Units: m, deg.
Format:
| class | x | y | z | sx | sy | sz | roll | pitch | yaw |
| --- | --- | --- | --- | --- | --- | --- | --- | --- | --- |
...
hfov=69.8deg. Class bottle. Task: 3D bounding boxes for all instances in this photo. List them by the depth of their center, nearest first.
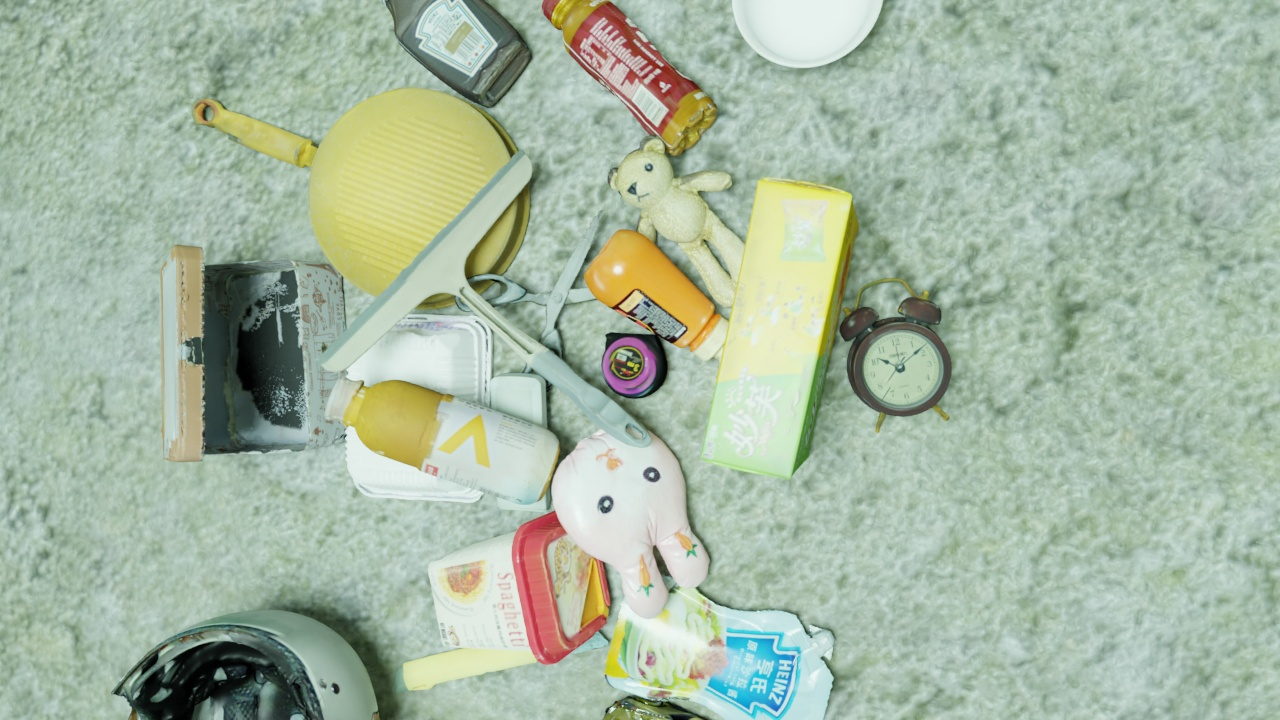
| class | x | y | z | sx | sy | sz | roll | pitch | yaw |
| --- | --- | --- | --- | --- | --- | --- | --- | --- | --- |
| bottle | -0.163 | 0.062 | 0.758 | 0.189 | 0.068 | 0.068 | 20 | 95 | -9 |
| bottle | 0.025 | -0.046 | 0.775 | 0.149 | 0.066 | 0.067 | 38 | 98 | -8 |
| bottle | -0.013 | -0.254 | 0.784 | 0.057 | 0.057 | 0.175 | -45 | 83 | 9 |
| bottle | -0.191 | -0.313 | 0.828 | 0.195 | 0.044 | 0.080 | 41 | 94 | 9 |

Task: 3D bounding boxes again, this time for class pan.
| class | x | y | z | sx | sy | sz | roll | pitch | yaw |
| --- | --- | --- | --- | --- | --- | --- | --- | --- | --- |
| pan | -0.272 | -0.176 | 0.847 | 0.357 | 0.078 | 0.198 | 22 | 94 | 4 |

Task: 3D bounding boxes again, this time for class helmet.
| class | x | y | z | sx | sy | sz | roll | pitch | yaw |
| --- | --- | --- | --- | --- | --- | --- | --- | --- | --- |
| helmet | -0.326 | 0.339 | 0.811 | 0.230 | 0.156 | 0.274 | 1 | 102 | 10 |

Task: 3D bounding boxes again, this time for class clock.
| class | x | y | z | sx | sy | sz | roll | pitch | yaw |
| --- | --- | --- | --- | --- | --- | --- | --- | --- | --- |
| clock | 0.207 | -0.006 | 0.744 | 0.082 | 0.055 | 0.122 | -11 | 92 | 12 |

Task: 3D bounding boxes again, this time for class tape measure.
| class | x | y | z | sx | sy | sz | roll | pitch | yaw |
| --- | --- | --- | --- | --- | --- | --- | --- | --- | --- |
| tape measure | -0.005 | 0.005 | 0.798 | 0.057 | 0.039 | 0.058 | 1 | 86 | 12 |

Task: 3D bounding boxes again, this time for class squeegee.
| class | x | y | z | sx | sy | sz | roll | pitch | yaw |
| --- | --- | --- | --- | --- | --- | --- | --- | --- | --- |
| squeegee | -0.088 | -0.008 | 0.768 | 0.246 | 0.039 | 0.246 | 40 | 74 | -2 |

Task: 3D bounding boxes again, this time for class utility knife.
| class | x | y | z | sx | sy | sz | roll | pitch | yaw |
| --- | --- | --- | --- | --- | --- | --- | --- | --- | --- |
| utility knife | -0.132 | 0.273 | 0.838 | 0.216 | 0.022 | 0.031 | -16 | 88 | 18 |

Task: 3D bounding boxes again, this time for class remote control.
| class | x | y | z | sx | sy | sz | roll | pitch | yaw |
| --- | --- | --- | --- | --- | --- | --- | --- | --- | --- |
| remote control | -0.108 | 0.074 | 0.818 | 0.049 | 0.024 | 0.125 | 1 | 104 | 13 |

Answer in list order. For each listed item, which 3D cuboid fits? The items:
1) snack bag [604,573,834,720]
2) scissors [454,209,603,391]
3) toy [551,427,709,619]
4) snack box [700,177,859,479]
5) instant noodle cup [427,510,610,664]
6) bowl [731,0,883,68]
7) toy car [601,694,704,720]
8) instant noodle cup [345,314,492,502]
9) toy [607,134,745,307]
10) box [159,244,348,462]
| class | x | y | z | sx | sy | sz | roll | pitch | yaw |
| --- | --- | --- | --- | --- | --- | --- | --- | --- | --- |
| snack bag | 0.070 | 0.256 | 0.788 | 0.191 | 0.039 | 0.110 | 15 | 83 | 10 |
| scissors | -0.073 | -0.049 | 0.808 | 0.179 | 0.014 | 0.159 | -5 | 107 | -3 |
| toy | -0.004 | 0.132 | 0.775 | 0.121 | 0.054 | 0.159 | -31 | 89 | -30 |
| snack box | 0.113 | -0.022 | 0.712 | 0.070 | 0.157 | 0.210 | 12 | 93 | 15 |
| instant noodle cup | -0.106 | 0.195 | 0.791 | 0.124 | 0.116 | 0.116 | -12 | 88 | 24 |
| bowl | 0.136 | -0.289 | 0.750 | 0.118 | 0.064 | 0.118 | 0 | 90 | 11 |
| toy car | 0.040 | 0.341 | 0.794 | 0.158 | 0.042 | 0.070 | 16 | 95 | 8 |
| instant noodle cup | -0.209 | 0.043 | 0.831 | 0.138 | 0.060 | 0.173 | 2 | 90 | 12 |
| toy | 0.038 | -0.113 | 0.773 | 0.157 | 0.066 | 0.105 | 48 | 123 | -5 |
| box | -0.367 | -0.005 | 0.803 | 0.152 | 0.174 | 0.182 | -4 | 90 | 10 |
